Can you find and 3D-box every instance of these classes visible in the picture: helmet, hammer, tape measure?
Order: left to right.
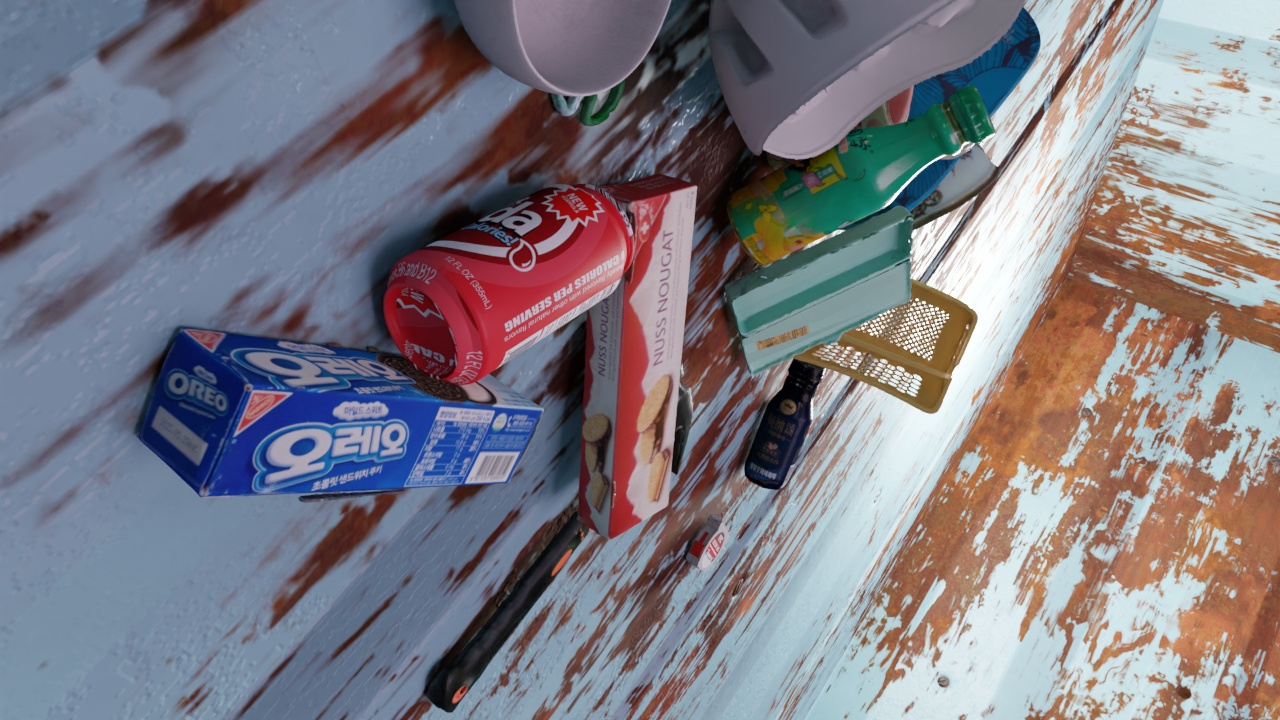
[{"bbox_3d":[-0.059,0.147,0.767,0.332,0.033,0.133,-50,151,-23],"label":"hammer"},{"bbox_3d":[0.079,0.217,1.087,0.062,0.020,0.060,-55,152,-15],"label":"tape measure"},{"bbox_3d":[0.145,-0.218,0.569,0.225,0.184,0.281,-35,-162,20],"label":"helmet"}]

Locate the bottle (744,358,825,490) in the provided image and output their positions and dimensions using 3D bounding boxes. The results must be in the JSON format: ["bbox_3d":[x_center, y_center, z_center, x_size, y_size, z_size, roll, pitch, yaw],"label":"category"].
[{"bbox_3d":[0.172,0.074,1.083,0.056,0.056,0.161,-8,120,-59],"label":"bottle"}]

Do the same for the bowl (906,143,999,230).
[{"bbox_3d":[0.276,-0.200,0.955,0.159,0.160,0.094,-40,105,-38],"label":"bowl"}]

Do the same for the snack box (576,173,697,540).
[{"bbox_3d":[-0.004,0.004,0.680,0.076,0.044,0.273,-23,128,-44],"label":"snack box"}]

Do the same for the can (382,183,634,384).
[{"bbox_3d":[-0.071,-0.047,0.516,0.142,0.074,0.075,-37,144,-41],"label":"can"}]

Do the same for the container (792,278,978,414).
[{"bbox_3d":[0.264,-0.034,1.011,0.166,0.183,0.129,-22,132,-63],"label":"container"}]

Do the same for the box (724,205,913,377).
[{"bbox_3d":[0.178,-0.063,0.892,0.186,0.033,0.136,-24,147,-2],"label":"box"}]

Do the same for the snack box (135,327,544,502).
[{"bbox_3d":[-0.140,0.032,0.484,0.226,0.059,0.059,9,109,-62],"label":"snack box"}]

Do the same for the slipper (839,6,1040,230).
[{"bbox_3d":[0.270,-0.231,0.854,0.294,0.118,0.060,-44,-171,-4],"label":"slipper"}]

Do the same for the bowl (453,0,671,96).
[{"bbox_3d":[-0.041,-0.200,0.441,0.131,0.064,0.132,-42,146,-37],"label":"bowl"}]

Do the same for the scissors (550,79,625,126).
[{"bbox_3d":[-0.019,-0.202,0.539,0.070,0.014,0.131,-9,123,-59],"label":"scissors"}]

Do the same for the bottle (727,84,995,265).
[{"bbox_3d":[0.174,-0.150,0.735,0.210,0.068,0.068,-25,167,25],"label":"bottle"}]

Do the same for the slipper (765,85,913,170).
[{"bbox_3d":[0.193,-0.221,0.768,0.198,0.081,0.093,-49,160,28],"label":"slipper"}]
